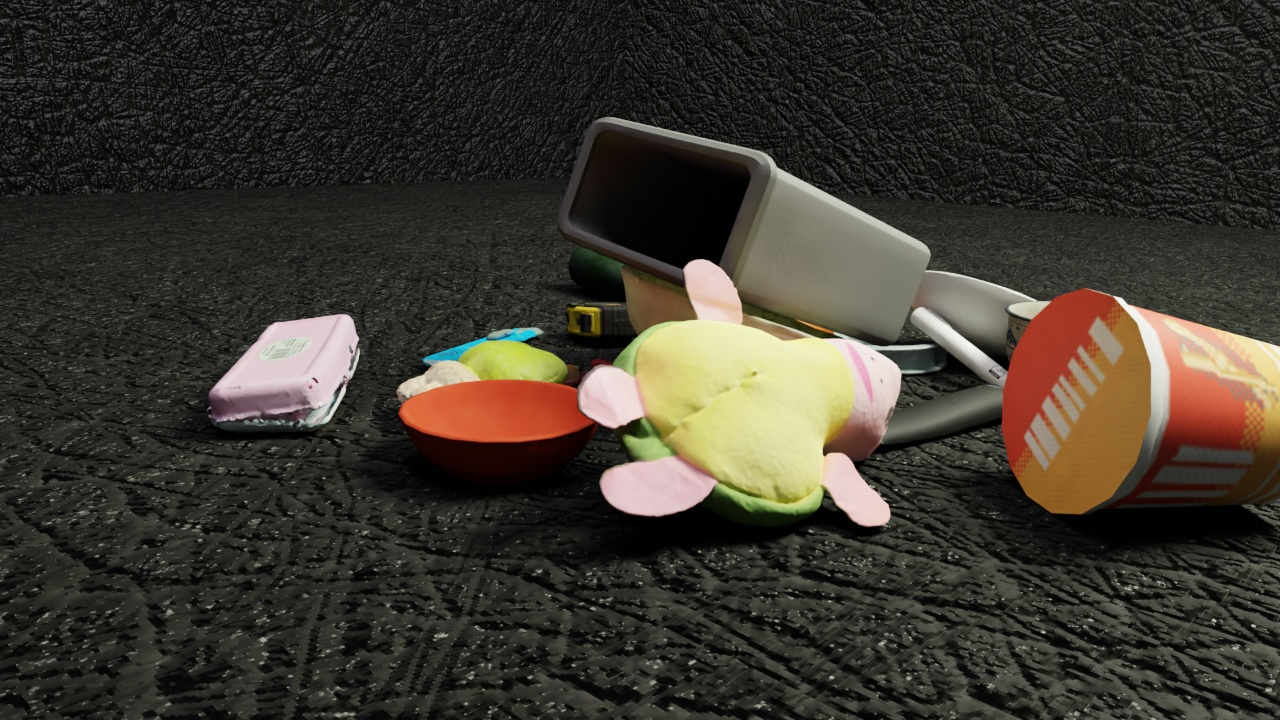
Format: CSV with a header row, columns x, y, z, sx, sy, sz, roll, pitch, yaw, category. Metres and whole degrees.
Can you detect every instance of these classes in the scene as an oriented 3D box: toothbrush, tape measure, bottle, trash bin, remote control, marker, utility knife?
x,y,z,sx,sy,sz,roll,pitch,yaw,category
-0.005,0.004,0.765,0.184,0.016,0.015,-8,11,-37,toothbrush
-0.030,-0.036,0.874,0.067,0.038,0.063,-2,7,-26,tape measure
-0.023,-0.096,1.069,0.055,0.055,0.174,-7,18,-30,bottle
0.082,-0.094,0.707,0.219,0.097,0.192,13,10,-45,trash bin
0.207,0.038,0.648,0.151,0.020,0.041,-10,18,-32,remote control
0.272,-0.007,0.763,0.020,0.017,0.133,-25,39,-9,marker
-0.140,-0.013,0.818,0.031,0.015,0.158,4,16,27,utility knife

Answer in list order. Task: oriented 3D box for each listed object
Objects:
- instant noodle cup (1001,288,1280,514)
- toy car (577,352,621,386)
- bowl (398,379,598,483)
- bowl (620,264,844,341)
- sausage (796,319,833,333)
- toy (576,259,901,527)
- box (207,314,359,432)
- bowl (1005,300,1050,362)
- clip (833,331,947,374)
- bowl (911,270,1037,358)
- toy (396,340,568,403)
x,y,z,sx,sy,sz,roll,pitch,yaw,category
0.295,0.029,0.519,0.121,0.123,0.123,7,14,-11,instant noodle cup
-0.007,0.013,0.697,0.042,0.036,0.091,14,13,39,toy car
-0.084,0.044,0.561,0.122,0.035,0.122,2,15,-1,bowl
0.066,-0.017,0.707,0.188,0.060,0.219,11,10,-39,bowl
0.175,-0.034,0.881,0.044,0.039,0.163,7,15,37,sausage
0.063,0.028,0.523,0.237,0.088,0.190,-12,55,-42,toy
-0.258,0.010,0.679,0.086,0.044,0.202,-7,16,-9,box
0.341,-0.007,0.712,0.115,0.059,0.115,2,14,-1,bowl
0.222,-0.001,0.788,0.143,0.029,0.171,10,17,33,clip
0.309,-0.033,0.835,0.149,0.043,0.149,22,-2,1,bowl
-0.114,0.014,0.656,0.115,0.046,0.092,-16,21,-32,toy
